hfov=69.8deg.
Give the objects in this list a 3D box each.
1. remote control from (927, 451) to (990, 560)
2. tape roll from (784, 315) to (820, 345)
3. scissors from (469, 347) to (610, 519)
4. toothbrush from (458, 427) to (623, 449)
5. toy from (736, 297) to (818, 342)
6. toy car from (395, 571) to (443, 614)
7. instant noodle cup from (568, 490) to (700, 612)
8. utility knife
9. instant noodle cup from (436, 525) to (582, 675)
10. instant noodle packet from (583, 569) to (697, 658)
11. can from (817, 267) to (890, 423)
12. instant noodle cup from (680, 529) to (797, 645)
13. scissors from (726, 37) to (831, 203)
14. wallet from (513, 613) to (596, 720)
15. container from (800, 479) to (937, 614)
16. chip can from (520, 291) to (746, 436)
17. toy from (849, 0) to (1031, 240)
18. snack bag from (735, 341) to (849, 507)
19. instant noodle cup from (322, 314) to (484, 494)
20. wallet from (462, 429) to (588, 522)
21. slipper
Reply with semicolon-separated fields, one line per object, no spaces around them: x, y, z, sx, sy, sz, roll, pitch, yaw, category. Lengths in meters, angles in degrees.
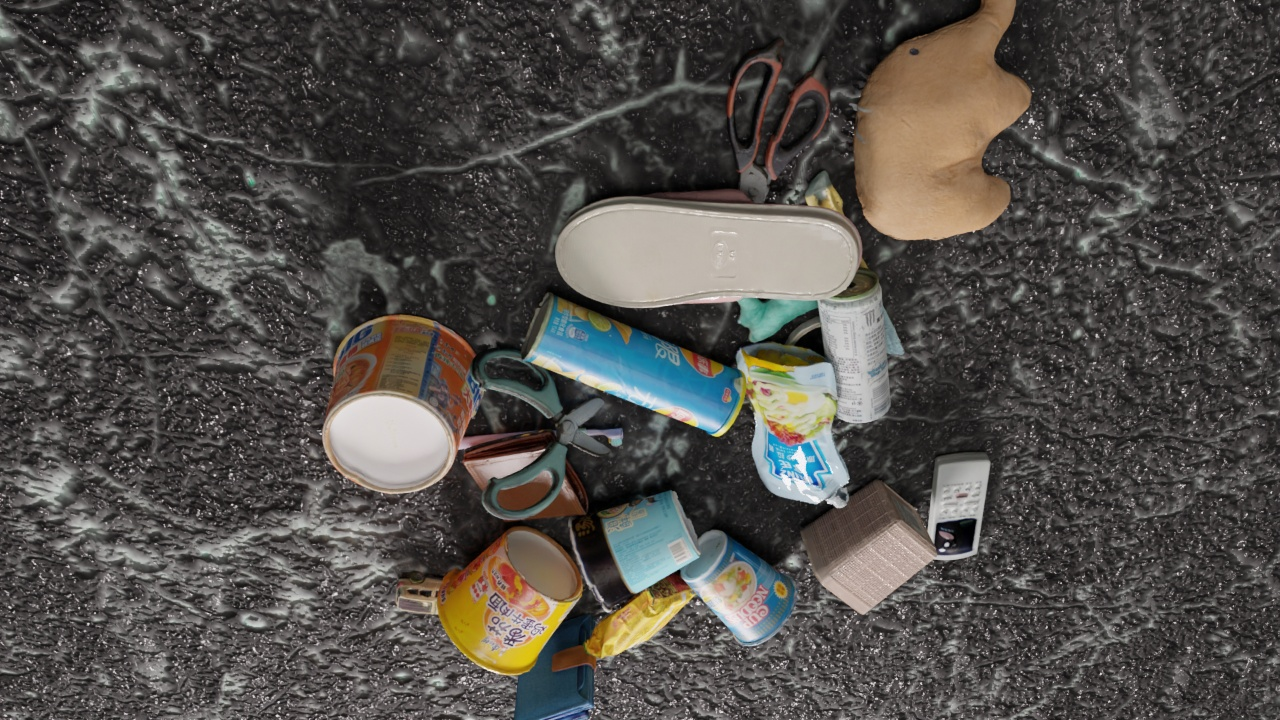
0.358;0.167;1.037;0.058;0.021;0.150;-6;123;2;remote control
0.186;-0.006;0.919;0.086;0.013;0.086;-1;124;-2;tape roll
-0.113;0.060;0.899;0.180;0.169;0.019;54;149;-8;scissors
-0.113;0.084;0.966;0.189;0.021;0.029;-3;167;2;toothbrush
0.130;-0.054;0.874;0.092;0.030;0.096;-38;126;18;toy
-0.242;0.278;1.081;0.090;0.035;0.042;9;124;-10;toy car
-0.002;0.199;1.003;0.120;0.111;0.111;-25;121;3;instant noodle cup
0.205;-0.085;0.871;0.031;0.022;0.219;-22;126;19;utility knife
-0.139;0.259;1.020;0.138;0.138;0.110;33;109;-22;instant noodle cup
0.004;0.297;1.077;0.110;0.044;0.129;3;135;-52;instant noodle packet
0.203;-0.013;0.871;0.058;0.058;0.147;-11;123;5;can
0.106;0.253;1.048;0.099;0.099;0.110;-40;109;22;instant noodle cup
0.116;-0.165;0.810;0.193;0.015;0.207;-28;120;15;scissors
-0.100;0.371;1.089;0.106;0.132;0.040;-22;122;13;wallet
0.254;0.203;1.019;0.090;0.090;0.111;38;111;-24;container
-0.005;0.005;0.885;0.210;0.071;0.071;22;120;-16;chip can
0.245;-0.205;0.755;0.143;0.082;0.226;-4;121;-5;toy
0.156;0.072;0.933;0.110;0.038;0.191;7;127;30;snack bag
-0.231;0.048;0.881;0.151;0.111;0.152;-1;124;-1;instant noodle cup
-0.120;0.128;0.975;0.101;0.032;0.125;-11;133;13;wallet
0.057;-0.100;0.818;0.275;0.054;0.114;1;121;15;slipper
